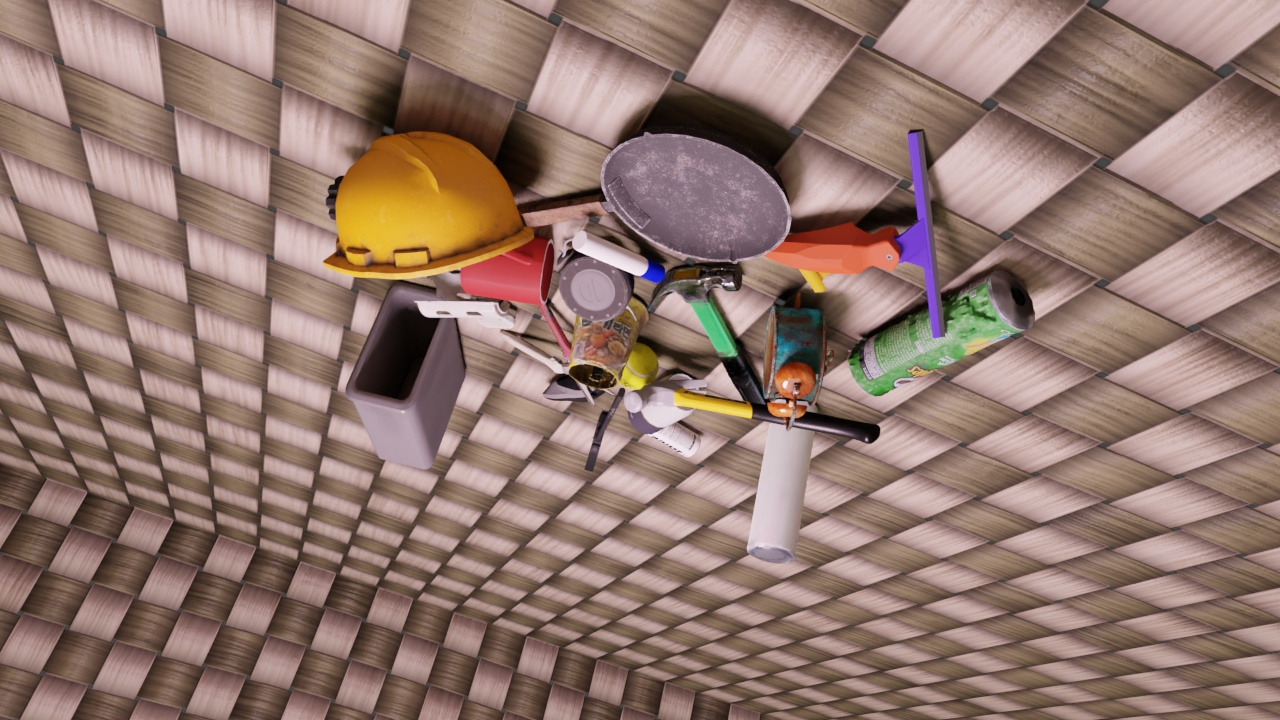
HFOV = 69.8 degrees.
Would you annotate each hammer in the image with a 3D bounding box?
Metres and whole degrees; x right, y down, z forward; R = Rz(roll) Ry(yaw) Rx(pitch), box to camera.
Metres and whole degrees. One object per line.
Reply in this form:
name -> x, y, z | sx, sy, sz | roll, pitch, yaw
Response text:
hammer -> -0.049, 0.092, 1.334 | 0.015, 0.094, 0.325 | 17, 162, -3
hammer -> 0.147, 0.065, 1.181 | 0.324, 0.029, 0.126 | 9, -165, 30
hammer -> 0.113, -0.017, 1.214 | 0.130, 0.032, 0.319 | -2, 146, 26

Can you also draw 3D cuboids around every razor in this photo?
razor -> -0.094, 0.037, 1.380 | 0.157, 0.057, 0.060 | -28, 98, 49

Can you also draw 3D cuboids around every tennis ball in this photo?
tennis ball -> -0.008, 0.007, 1.272 | 0.065, 0.065, 0.065 | 11, 150, 6

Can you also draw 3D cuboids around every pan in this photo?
pan -> -0.004, -0.176, 0.996 | 0.358, 0.040, 0.207 | 2, 150, 34

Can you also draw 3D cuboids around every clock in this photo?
clock -> 0.189, 0.009, 1.096 | 0.073, 0.157, 0.121 | 6, 149, 2
clock -> -0.054, -0.099, 1.119 | 0.091, 0.043, 0.123 | -6, 117, 17

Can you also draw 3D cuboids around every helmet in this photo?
helmet -> -0.241, -0.177, 0.986 | 0.256, 0.204, 0.131 | 8, 116, 39

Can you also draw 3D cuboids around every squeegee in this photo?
squeegee -> 0.211, -0.117, 0.962 | 0.185, 0.055, 0.250 | 6, 135, 31

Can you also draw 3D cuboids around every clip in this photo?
clip -> 0.203, -0.103, 1.033 | 0.048, 0.046, 0.054 | 20, 160, 47
clip -> -0.226, -0.076, 1.223 | 0.127, 0.109, 0.151 | 3, 138, 24

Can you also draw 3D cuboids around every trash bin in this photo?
trash bin -> -0.330, 0.029, 1.331 | 0.097, 0.191, 0.220 | 14, 151, 2

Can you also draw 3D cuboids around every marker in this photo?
marker -> -0.024, -0.120, 1.063 | 0.133, 0.023, 0.027 | 18, -164, -45

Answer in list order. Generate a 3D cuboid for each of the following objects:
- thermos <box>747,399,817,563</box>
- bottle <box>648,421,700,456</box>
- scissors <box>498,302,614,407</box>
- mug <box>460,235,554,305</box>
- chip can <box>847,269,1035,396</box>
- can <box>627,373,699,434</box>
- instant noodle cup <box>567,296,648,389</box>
thermos -> 0.199, 0.163, 1.274 | 0.068, 0.229, 0.068 | 11, 152, 6
bottle -> 0.040, 0.111, 1.447 | 0.116, 0.041, 0.041 | 31, 146, -26
scissors -> -0.126, -0.012, 1.299 | 0.180, 0.015, 0.199 | 7, 133, 37
mug -> -0.160, -0.117, 1.097 | 0.096, 0.080, 0.116 | 9, 171, 3
chip can -> 0.339, -0.028, 1.052 | 0.075, 0.075, 0.224 | 27, 147, -20
can -> 0.036, 0.062, 1.345 | 0.064, 0.064, 0.128 | 27, 148, -20
instant noodle cup -> -0.049, -0.026, 1.192 | 0.102, 0.108, 0.102 | 11, 152, 6
